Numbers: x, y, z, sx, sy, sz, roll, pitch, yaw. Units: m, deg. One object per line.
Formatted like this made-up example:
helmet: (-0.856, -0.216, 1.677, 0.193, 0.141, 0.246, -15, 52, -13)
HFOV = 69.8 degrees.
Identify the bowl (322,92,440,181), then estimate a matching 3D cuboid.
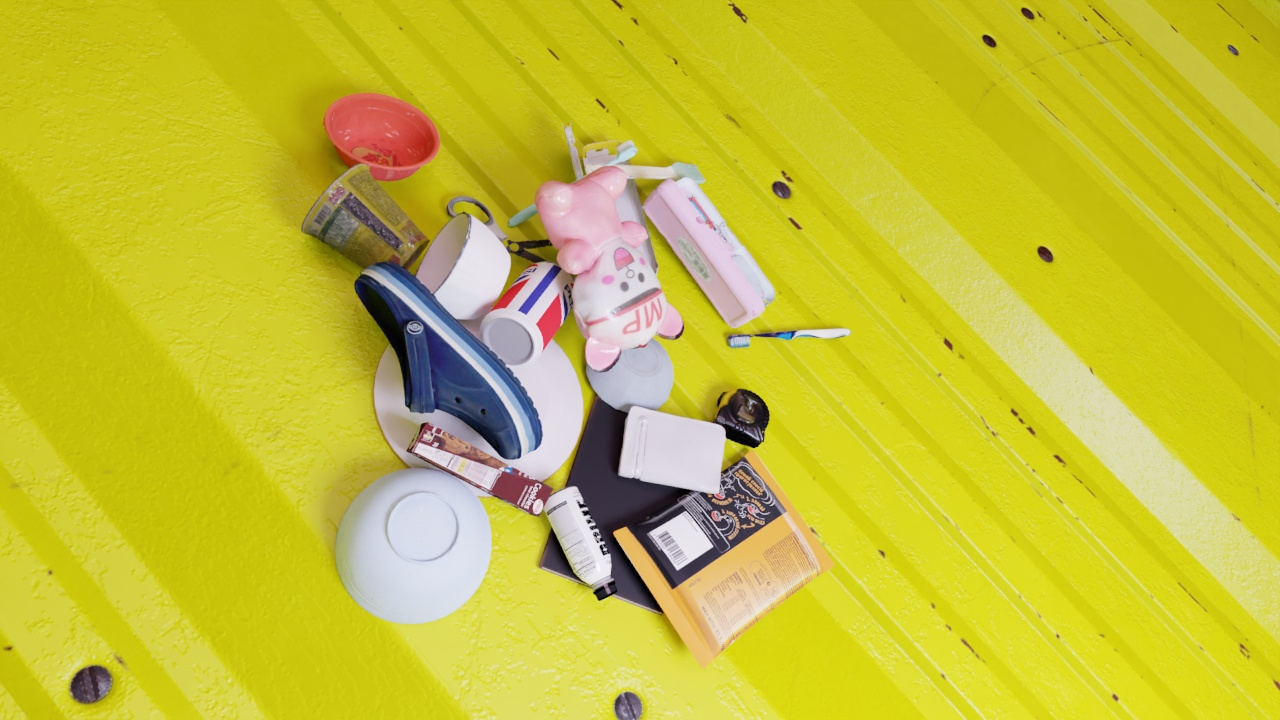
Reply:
bowl: (-0.301, -0.251, 1.064, 0.130, 0.045, 0.130, 14, 48, -16)

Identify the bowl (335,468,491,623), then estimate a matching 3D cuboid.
bowl: (-0.208, 0.166, 0.864, 0.150, 0.075, 0.150, 9, 64, -18)

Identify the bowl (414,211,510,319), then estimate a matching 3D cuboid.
bowl: (-0.190, -0.095, 0.992, 0.065, 0.117, 0.116, 30, 53, -30)

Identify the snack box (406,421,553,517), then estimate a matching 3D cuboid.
snack box: (-0.161, 0.109, 0.916, 0.141, 0.051, 0.031, 30, 76, -14)

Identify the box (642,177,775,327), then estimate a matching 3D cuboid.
box: (0.100, -0.147, 1.150, 0.103, 0.101, 0.201, -37, 91, -24)

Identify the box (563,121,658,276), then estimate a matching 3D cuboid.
box: (-0.037, -0.199, 1.133, 0.084, 0.080, 0.210, -11, 68, -7)

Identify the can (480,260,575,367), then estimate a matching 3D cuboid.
can: (-0.120, -0.053, 1.007, 0.070, 0.070, 0.131, 33, 35, -4)

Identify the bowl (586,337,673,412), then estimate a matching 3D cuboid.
bowl: (-0.006, 0.006, 1.055, 0.106, 0.039, 0.106, 13, 53, -18)

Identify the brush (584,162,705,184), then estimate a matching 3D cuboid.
brush: (0.008, -0.242, 1.180, 0.217, 0.012, 0.033, -10, 65, -47)

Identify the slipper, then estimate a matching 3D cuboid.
slipper: (-0.204, 0.012, 0.912, 0.253, 0.105, 0.095, 46, 61, 8)

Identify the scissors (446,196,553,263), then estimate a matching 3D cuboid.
scissors: (-0.168, -0.135, 1.076, 0.168, 0.013, 0.157, -37, 81, -26)

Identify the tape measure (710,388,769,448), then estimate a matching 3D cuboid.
tape measure: (0.121, 0.065, 1.082, 0.067, 0.038, 0.062, 24, 53, -2)

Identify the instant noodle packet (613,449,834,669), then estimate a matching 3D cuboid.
instant noodle packet: (0.097, 0.206, 0.994, 0.220, 0.032, 0.160, -25, 74, -36)

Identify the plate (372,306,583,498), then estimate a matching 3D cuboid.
plate: (-0.168, 0.036, 0.987, 0.229, 0.021, 0.229, 10, 60, -18)

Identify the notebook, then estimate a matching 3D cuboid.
notebook: (-0.014, 0.153, 0.998, 0.141, 0.008, 0.208, 24, 57, -10)

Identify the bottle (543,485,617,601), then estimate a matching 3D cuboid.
bottle: (-0.058, 0.187, 0.930, 0.041, 0.041, 0.116, -19, 72, -30)

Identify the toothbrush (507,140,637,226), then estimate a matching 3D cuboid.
toothbrush: (-0.083, -0.208, 1.090, 0.181, 0.016, 0.016, -30, 60, 12)

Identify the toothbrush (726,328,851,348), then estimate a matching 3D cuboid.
toothbrush: (0.194, -0.029, 1.181, 0.188, 0.016, 0.017, -4, 75, -24)

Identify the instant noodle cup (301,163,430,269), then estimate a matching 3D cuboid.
instant noodle cup: (-0.292, -0.143, 0.994, 0.108, 0.102, 0.102, 42, 55, -8)

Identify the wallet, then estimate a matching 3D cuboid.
wallet: (0.034, 0.102, 1.018, 0.116, 0.032, 0.086, 16, 61, -4)

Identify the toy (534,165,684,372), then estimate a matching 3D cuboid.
toy: (-0.039, -0.103, 1.011, 0.141, 0.084, 0.213, -27, 93, -44)
